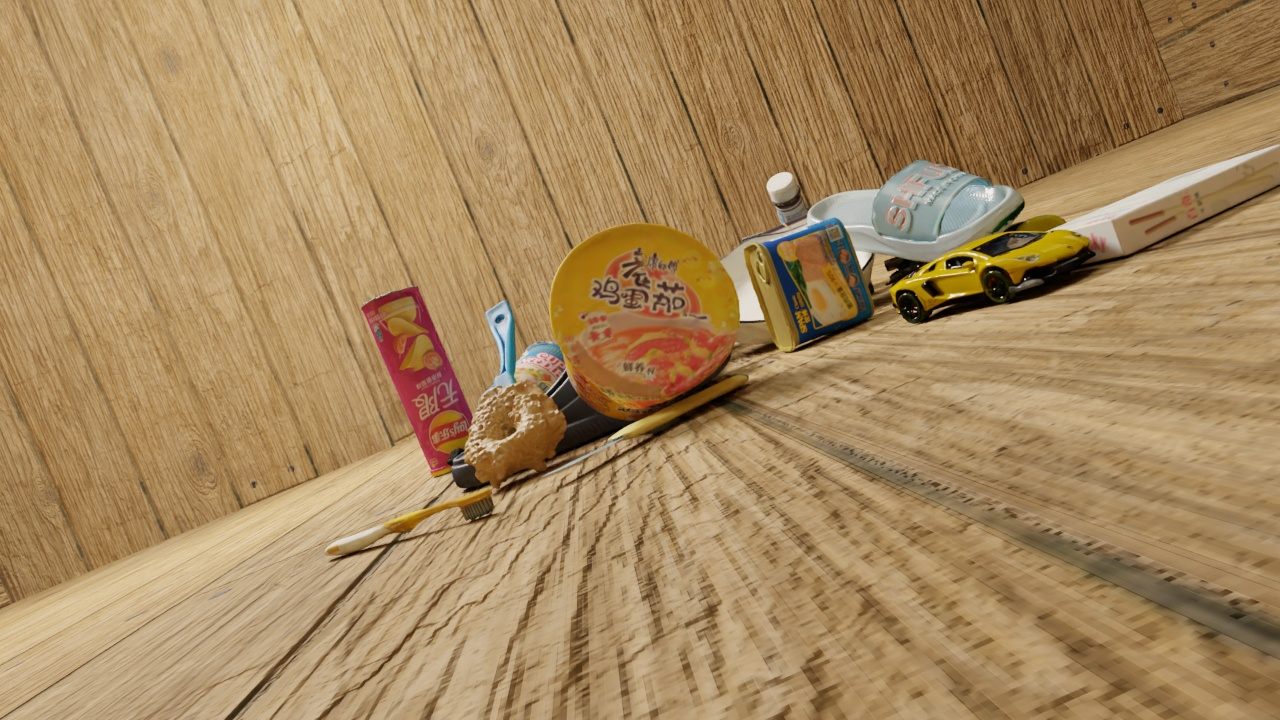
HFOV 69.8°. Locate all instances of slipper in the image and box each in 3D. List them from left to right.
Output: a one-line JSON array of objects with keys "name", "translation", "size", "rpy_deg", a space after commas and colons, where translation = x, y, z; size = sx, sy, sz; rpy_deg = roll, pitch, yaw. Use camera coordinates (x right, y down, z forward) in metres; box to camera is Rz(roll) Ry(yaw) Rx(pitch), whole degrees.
[{"name": "slipper", "translation": [-0.047, 0.025, 0.795], "size": [0.268, 0.083, 0.111], "rpy_deg": [-24, 5, -9]}, {"name": "slipper", "translation": [0.255, -0.152, 0.886], "size": [0.103, 0.074, 0.246], "rpy_deg": [-36, 26, -23]}]

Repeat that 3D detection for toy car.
[{"name": "toy car", "translation": [0.233, -0.061, 0.621], "size": [0.071, 0.041, 0.156], "rpy_deg": [-24, 4, -21]}]

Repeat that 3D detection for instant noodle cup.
[{"name": "instant noodle cup", "translation": [-0.119, 0.043, 1.001], "size": [0.099, 0.099, 0.109], "rpy_deg": [-21, 11, 30]}, {"name": "instant noodle cup", "translation": [-0.003, -0.020, 0.705], "size": [0.138, 0.138, 0.110], "rpy_deg": [-23, -16, -15]}]

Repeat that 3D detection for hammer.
[{"name": "hammer", "translation": [0.347, -0.119, 0.960], "size": [0.126, 0.032, 0.323], "rpy_deg": [-22, 3, 2]}]

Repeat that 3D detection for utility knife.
[{"name": "utility knife", "translation": [0.012, 0.040, 0.645], "size": [0.210, 0.022, 0.031], "rpy_deg": [-16, -7, -43]}]

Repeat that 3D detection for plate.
[{"name": "plate", "translation": [0.151, -0.082, 0.977], "size": [0.205, 0.045, 0.204], "rpy_deg": [-19, 28, 10]}]

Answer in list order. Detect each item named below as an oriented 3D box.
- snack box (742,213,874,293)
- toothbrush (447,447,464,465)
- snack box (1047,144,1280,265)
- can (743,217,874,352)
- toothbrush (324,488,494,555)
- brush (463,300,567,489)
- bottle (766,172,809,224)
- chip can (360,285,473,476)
[{"name": "snack box", "translation": [0.202, -0.115, 1.106], "size": [0.126, 0.113, 0.053], "rpy_deg": [-20, -13, 28]}, {"name": "toothbrush", "translation": [-0.140, 0.084, 0.933], "size": [0.026, 0.027, 0.213], "rpy_deg": [23, -28, -35]}, {"name": "snack box", "translation": [0.347, -0.101, 0.620], "size": [0.156, 0.027, 0.085], "rpy_deg": [-23, 3, -17]}, {"name": "can", "translation": [0.151, -0.069, 0.821], "size": [0.083, 0.102, 0.057], "rpy_deg": [-20, 2, -9]}, {"name": "toothbrush", "translation": [-0.163, 0.116, 0.630], "size": [0.192, 0.018, 0.016], "rpy_deg": [-23, -1, 37]}, {"name": "brush", "translation": [-0.111, 0.015, 0.770], "size": [0.083, 0.046, 0.254], "rpy_deg": [-33, 31, 8]}, {"name": "bottle", "translation": [0.213, -0.160, 1.189], "size": [0.044, 0.195, 0.079], "rpy_deg": [-21, 42, 16]}, {"name": "chip can", "translation": [-0.246, 0.023, 1.049], "size": [0.071, 0.210, 0.071], "rpy_deg": [-23, 3, 1]}]
